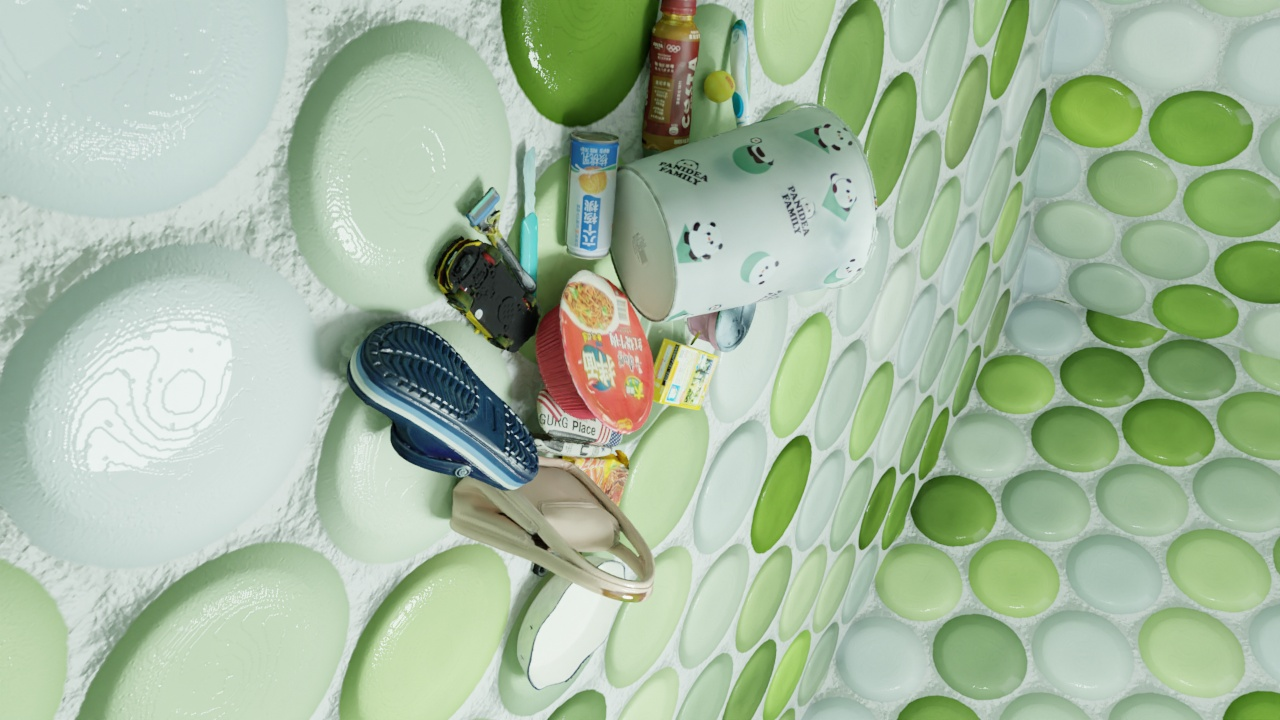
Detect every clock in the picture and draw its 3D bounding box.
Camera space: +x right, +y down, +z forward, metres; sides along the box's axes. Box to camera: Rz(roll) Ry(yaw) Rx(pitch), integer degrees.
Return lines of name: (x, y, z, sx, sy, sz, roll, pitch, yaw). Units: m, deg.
clock: (0.132, -0.079, 1.393, 0.158, 0.060, 0.117, -19, 123, -52)

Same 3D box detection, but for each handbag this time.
handbag: (-0.080, 0.196, 1.036, 0.193, 0.234, 0.093, 13, 104, -58)

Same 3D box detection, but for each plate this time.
plate: (-0.098, 0.361, 1.286, 0.204, 0.045, 0.205, -39, 145, -35)
plate: (-0.007, 0.007, 1.249, 0.229, 0.027, 0.231, -36, 136, -44)

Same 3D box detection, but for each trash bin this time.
trash bin: (0.106, -0.165, 1.079, 0.251, 0.229, 0.230, -17, 127, -21)

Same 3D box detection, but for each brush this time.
brush: (0.150, -0.288, 1.239, 0.109, 0.061, 0.314, 4, 94, -39)

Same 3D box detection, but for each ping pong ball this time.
ping pong ball: (0.102, -0.354, 1.188, 0.040, 0.040, 0.040, -36, 137, -44)

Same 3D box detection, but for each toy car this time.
toy car: (-0.155, -0.063, 0.946, 0.071, 0.041, 0.156, -60, 148, -16)

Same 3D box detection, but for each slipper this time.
slipper: (-0.199, 0.055, 0.907, 0.095, 0.105, 0.253, -31, 136, 15)

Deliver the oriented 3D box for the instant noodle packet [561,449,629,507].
instant noodle packet: (-0.072, 0.169, 1.217, 0.128, 0.044, 0.111, 14, 91, -51)

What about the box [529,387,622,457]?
box: (-0.083, 0.075, 1.115, 0.162, 0.076, 0.087, 19, 87, -53)

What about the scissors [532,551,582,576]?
scissors: (-0.095, 0.233, 1.266, 0.159, 0.014, 0.181, -29, 129, -52)

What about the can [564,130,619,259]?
can: (-0.055, -0.184, 1.024, 0.053, 0.053, 0.135, -27, 130, -50)

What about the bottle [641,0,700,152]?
bottle: (0.037, -0.336, 1.076, 0.057, 0.057, 0.175, -27, 130, -50)

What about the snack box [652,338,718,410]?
snack box: (0.060, 0.022, 1.311, 0.140, 0.034, 0.087, 14, 96, -60)

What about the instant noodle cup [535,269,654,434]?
instant noodle cup: (-0.058, -0.004, 1.064, 0.193, 0.066, 0.193, 35, 47, -49)

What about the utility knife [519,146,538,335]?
utility knife: (-0.121, -0.122, 0.995, 0.029, 0.013, 0.223, -29, 134, -46)

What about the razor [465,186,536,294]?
razor: (-0.141, -0.118, 0.954, 0.042, 0.022, 0.143, -51, 144, -19)
